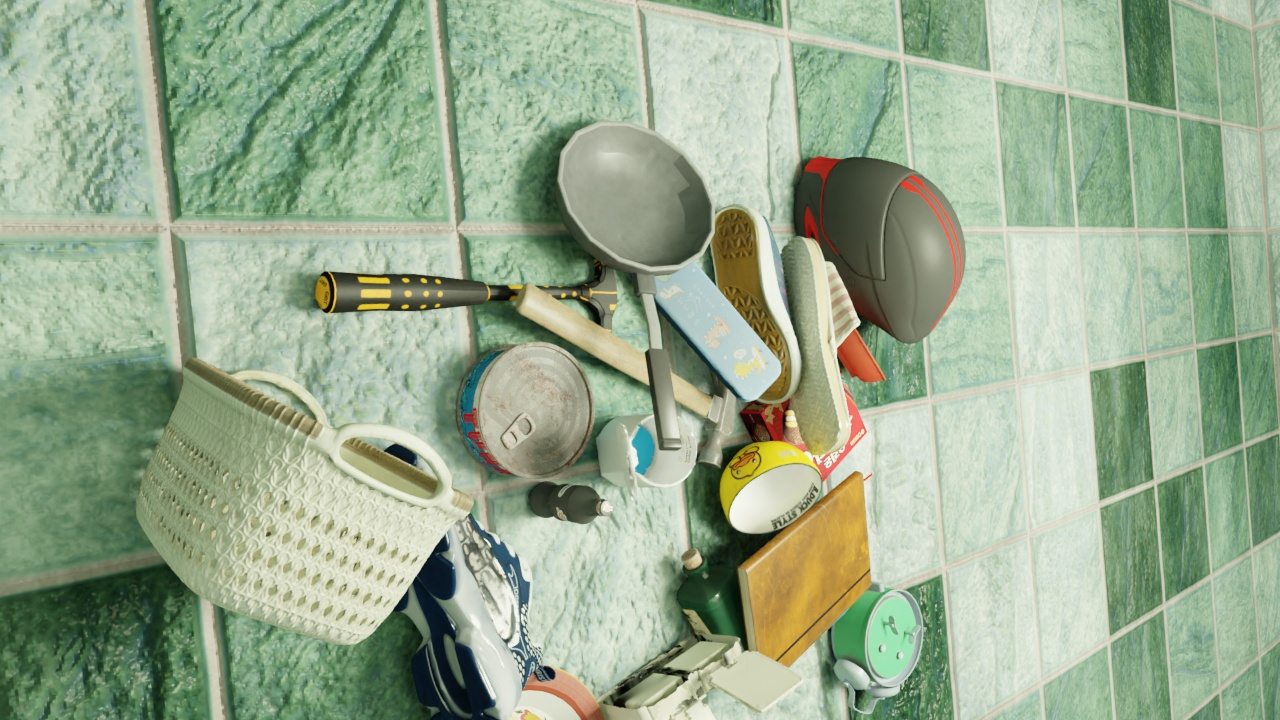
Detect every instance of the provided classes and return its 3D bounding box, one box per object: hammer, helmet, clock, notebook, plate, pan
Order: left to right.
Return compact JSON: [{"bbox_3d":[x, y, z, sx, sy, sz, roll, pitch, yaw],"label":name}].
[{"bbox_3d":[-0.148,-0.067,0.866,0.319,0.036,0.123,-3,89,-41],"label":"hammer"},{"bbox_3d":[-0.124,0.404,0.870,0.229,0.021,0.229,2,87,-39],"label":"plate"},{"bbox_3d":[-0.006,0.006,0.965,0.331,0.031,0.119,30,68,-39],"label":"hammer"},{"bbox_3d":[0.002,-0.080,0.912,0.178,0.041,0.356,4,65,-27],"label":"pan"},{"bbox_3d":[0.203,0.254,1.066,0.248,0.014,0.178,-28,118,-40],"label":"notebook"},{"bbox_3d":[0.305,0.373,1.186,0.122,0.075,0.161,30,71,-34],"label":"clock"},{"bbox_3d":[0.317,-0.145,1.158,0.163,0.170,0.265,-37,111,-34],"label":"helmet"}]

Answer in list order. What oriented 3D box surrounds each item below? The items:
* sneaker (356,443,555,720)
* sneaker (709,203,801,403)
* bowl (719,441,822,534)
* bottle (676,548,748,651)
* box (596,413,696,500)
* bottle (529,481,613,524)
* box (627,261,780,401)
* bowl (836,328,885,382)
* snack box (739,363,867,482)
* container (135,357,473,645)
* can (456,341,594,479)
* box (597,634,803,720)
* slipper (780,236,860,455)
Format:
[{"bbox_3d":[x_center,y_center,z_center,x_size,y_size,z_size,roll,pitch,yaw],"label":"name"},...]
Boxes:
[{"bbox_3d":[-0.153,0.192,0.822,0.132,0.103,0.269,-23,94,-58],"label":"sneaker"},{"bbox_3d":[0.138,-0.067,1.079,0.079,0.088,0.235,-19,97,-61],"label":"sneaker"},{"bbox_3d":[0.142,0.137,1.056,0.117,0.067,0.117,-13,133,-14],"label":"bowl"},{"bbox_3d":[0.082,0.265,1.017,0.061,0.061,0.131,-42,113,-35],"label":"bottle"},{"bbox_3d":[0.001,0.093,0.902,0.112,0.163,0.084,-3,84,-26],"label":"box"},{"bbox_3d":[-0.065,0.136,0.872,0.036,0.110,0.036,2,87,-39],"label":"bottle"},{"bbox_3d":[0.072,-0.046,0.998,0.210,0.049,0.066,48,59,-8],"label":"box"},{"bbox_3d":[0.265,-0.019,1.166,0.035,0.121,0.122,-32,109,12],"label":"bowl"},{"bbox_3d":[0.206,0.078,1.143,0.151,0.036,0.133,-40,112,-33],"label":"snack box"},{"bbox_3d":[-0.247,0.093,0.652,0.184,0.247,0.142,35,76,-36],"label":"container"},{"bbox_3d":[-0.109,0.048,0.883,0.129,0.044,0.130,2,87,-39],"label":"can"},{"bbox_3d":[0.060,0.350,0.920,0.145,0.186,0.095,-24,111,-30],"label":"box"},{"bbox_3d":[0.210,-0.019,1.072,0.052,0.115,0.262,2,70,-23],"label":"slipper"}]
